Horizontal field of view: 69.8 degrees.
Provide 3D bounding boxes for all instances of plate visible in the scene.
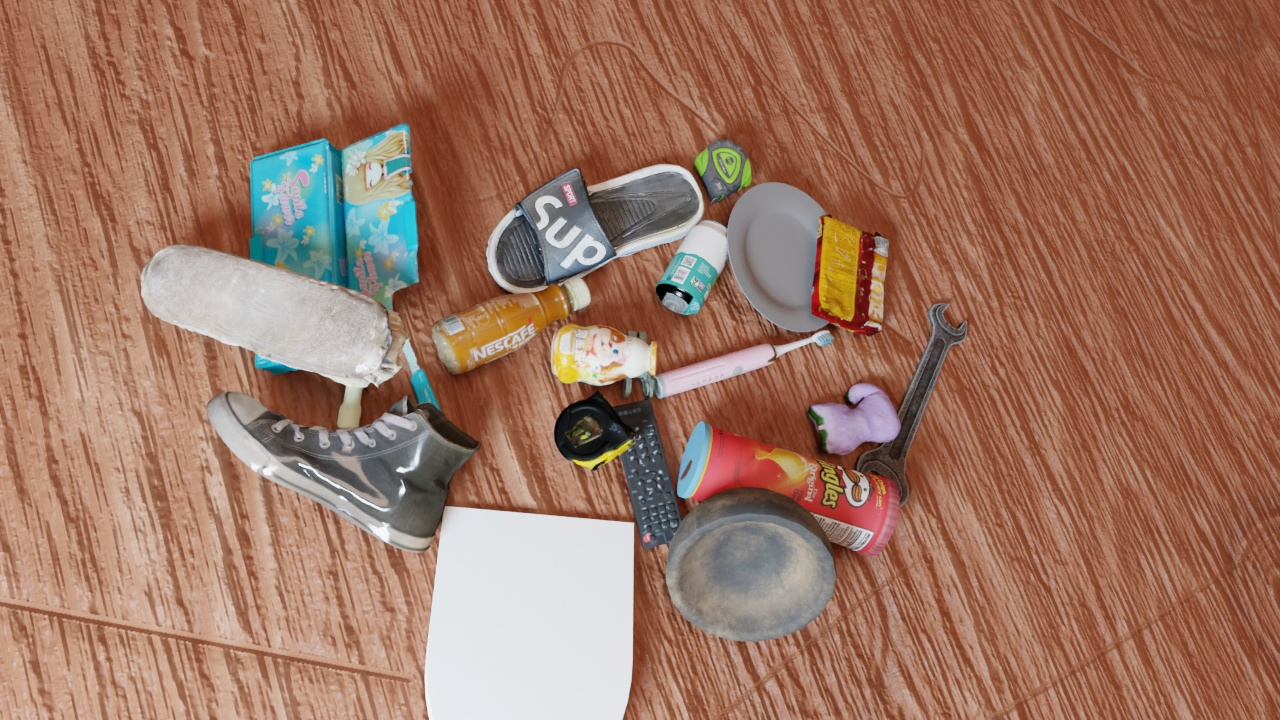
[{"bbox_3d":[0.168,-0.118,1.052,0.178,0.012,0.178,9,73,-30],"label":"plate"}]

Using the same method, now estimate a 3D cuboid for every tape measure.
[{"bbox_3d":[-0.050,0.074,0.932,0.072,0.042,0.071,-40,79,4],"label":"tape measure"},{"bbox_3d":[0.097,-0.223,1.073,0.058,0.036,0.065,-21,83,-10],"label":"tape measure"}]

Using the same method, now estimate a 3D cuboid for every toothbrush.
[{"bbox_3d":[0.117,0.000,1.014,0.222,0.027,0.026,-16,50,-18],"label":"toothbrush"}]

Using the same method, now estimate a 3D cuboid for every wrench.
[{"bbox_3d":[0.317,0.048,1.060,0.070,0.010,0.272,31,69,-4],"label":"wrench"}]

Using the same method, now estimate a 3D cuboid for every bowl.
[{"bbox_3d":[0.106,0.192,0.897,0.162,0.162,0.070,20,28,-8],"label":"bowl"}]

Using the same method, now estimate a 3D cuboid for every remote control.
[{"bbox_3d":[0.006,0.118,0.955,0.047,0.022,0.150,-10,78,-17],"label":"remote control"}]

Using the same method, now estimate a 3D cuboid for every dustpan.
[{"bbox_3d":[-0.107,0.279,0.879,0.191,0.053,0.257,7,61,-12],"label":"dustpan"}]

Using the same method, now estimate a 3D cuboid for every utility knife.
[{"bbox_3d":[-0.212,0.042,0.924,0.022,0.015,0.141,-22,79,2],"label":"utility knife"}]

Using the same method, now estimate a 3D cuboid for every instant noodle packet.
[{"bbox_3d":[0.241,-0.100,1.061,0.098,0.040,0.135,17,70,-28],"label":"instant noodle packet"}]

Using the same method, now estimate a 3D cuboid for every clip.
[{"bbox_3d":[-0.004,0.006,0.985,0.037,0.023,0.075,2,72,-13],"label":"clip"}]

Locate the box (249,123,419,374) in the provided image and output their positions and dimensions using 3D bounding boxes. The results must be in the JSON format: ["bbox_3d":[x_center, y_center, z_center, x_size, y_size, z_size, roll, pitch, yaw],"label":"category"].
[{"bbox_3d":[-0.295,-0.112,0.899,0.182,0.039,0.226,-12,74,14],"label":"box"}]

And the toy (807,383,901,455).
[{"bbox_3d":[0.236,0.064,1.022,0.099,0.037,0.080,-10,60,-12],"label":"toy"}]

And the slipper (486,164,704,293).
[{"bbox_3d":[-0.045,-0.156,1.003,0.263,0.063,0.111,-20,79,-21],"label":"slipper"}]

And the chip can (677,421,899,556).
[{"bbox_3d":[0.152,0.133,0.953,0.213,0.087,0.087,18,70,-8],"label":"chip can"}]

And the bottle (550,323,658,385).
[{"bbox_3d":[-0.037,-0.005,0.948,0.109,0.063,0.063,3,72,1],"label":"bottle"}]

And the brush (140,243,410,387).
[{"bbox_3d":[-0.339,-0.043,0.843,0.271,0.056,0.083,16,83,16],"label":"brush"}]

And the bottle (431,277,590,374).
[{"bbox_3d":[-0.130,-0.042,0.947,0.166,0.059,0.059,-25,81,-21],"label":"bottle"}]

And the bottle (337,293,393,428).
[{"bbox_3d":[-0.276,-0.021,0.912,0.045,0.045,0.184,9,79,-12],"label":"bottle"}]

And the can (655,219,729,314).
[{"bbox_3d":[0.061,-0.103,1.016,0.055,0.055,0.101,31,68,-4],"label":"can"}]

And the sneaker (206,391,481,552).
[{"bbox_3d":[-0.270,0.069,0.842,0.235,0.095,0.120,31,92,-4],"label":"sneaker"}]
